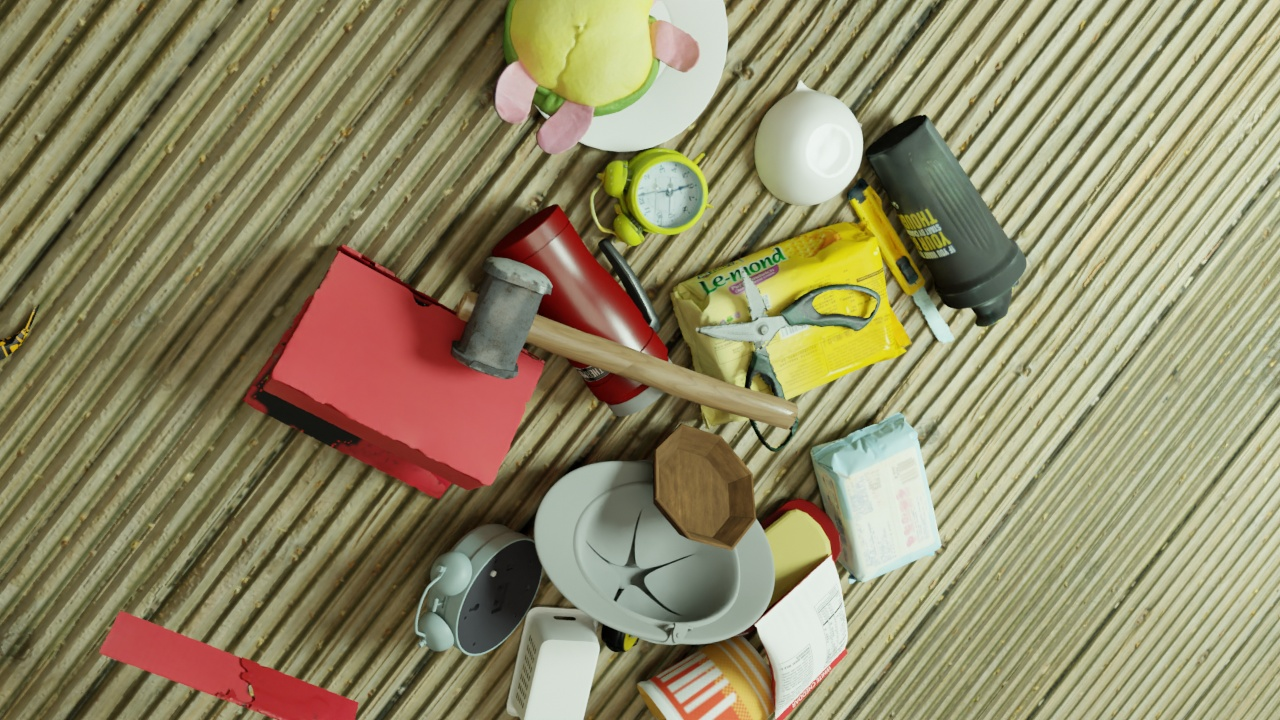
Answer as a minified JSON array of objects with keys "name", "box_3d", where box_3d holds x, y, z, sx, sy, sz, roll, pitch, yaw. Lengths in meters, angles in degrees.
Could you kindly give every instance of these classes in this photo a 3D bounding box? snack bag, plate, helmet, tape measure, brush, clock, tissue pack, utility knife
[{"name":"snack bag","box_3d":[0.176,0.297,0.972,0.130,0.039,0.144,-31,121,-33]},{"name":"snack bag","box_3d":[0.159,-0.039,0.946,0.247,0.068,0.160,-22,108,-12]},{"name":"plate","box_3d":[0.060,0.130,0.922,0.131,0.025,0.131,19,53,-28]},{"name":"helmet","box_3d":[-0.003,0.207,0.930,0.270,0.118,0.183,13,56,-27]},{"name":"plate","box_3d":[-0.018,-0.301,0.849,0.208,0.015,0.209,-4,105,-17]},{"name":"tape measure","box_3d":[-0.014,0.280,0.978,0.034,0.061,0.062,20,101,24]},{"name":"brush","box_3d":[0.139,0.225,1.001,0.173,0.042,0.082,-38,78,-6]},{"name":"clock","box_3d":[0.009,-0.156,0.875,0.119,0.057,0.083,-17,109,-7]},{"name":"clock","box_3d":[-0.157,0.221,0.881,0.159,0.045,0.122,-2,112,-58]},{"name":"tissue pack","box_3d":[0.266,0.160,1.032,0.112,0.070,0.182,-22,112,-11]},{"name":"utility knife","box_3d":[0.288,-0.103,1.002,0.030,0.019,0.225,-37,115,4]}]

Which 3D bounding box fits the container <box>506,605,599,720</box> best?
[{"name":"container","box_3d":[-0.088,0.331,0.971,0.080,0.049,0.129,9,101,-20]}]

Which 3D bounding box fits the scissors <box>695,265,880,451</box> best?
[{"name":"scissors","box_3d":[0.144,0.001,0.907,0.201,0.015,0.204,-3,108,-19]}]

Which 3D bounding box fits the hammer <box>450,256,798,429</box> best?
[{"name":"hammer","box_3d":[-0.005,0.005,0.824,0.328,0.052,0.098,20,102,-17]}]

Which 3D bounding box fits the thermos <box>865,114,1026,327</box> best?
[{"name":"thermos","box_3d":[0.324,-0.147,0.963,0.098,0.098,0.221,-39,106,-5]}]

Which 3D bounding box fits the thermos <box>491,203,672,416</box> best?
[{"name":"thermos","box_3d":[-0.043,-0.053,0.874,0.107,0.084,0.198,-48,113,-30]}]

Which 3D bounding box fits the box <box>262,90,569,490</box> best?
[{"name":"box","box_3d":[-0.201,-0.092,0.940,0.214,0.477,0.171,30,116,-22]}]

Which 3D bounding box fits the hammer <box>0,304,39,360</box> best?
[{"name":"hammer","box_3d":[-0.571,-0.143,0.705,0.123,0.036,0.321,-13,110,-15]}]

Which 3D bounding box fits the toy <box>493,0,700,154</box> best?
[{"name":"toy","box_3d":[-0.039,-0.293,0.788,0.190,0.088,0.238,31,88,-3]}]

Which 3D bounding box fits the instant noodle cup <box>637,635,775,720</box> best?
[{"name":"instant noodle cup","box_3d":[0.082,0.372,1.005,0.121,0.123,0.123,-33,111,-16]}]

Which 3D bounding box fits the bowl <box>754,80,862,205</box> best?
[{"name":"bowl","box_3d":[0.176,-0.211,0.916,0.114,0.050,0.115,-4,105,-17]}]
